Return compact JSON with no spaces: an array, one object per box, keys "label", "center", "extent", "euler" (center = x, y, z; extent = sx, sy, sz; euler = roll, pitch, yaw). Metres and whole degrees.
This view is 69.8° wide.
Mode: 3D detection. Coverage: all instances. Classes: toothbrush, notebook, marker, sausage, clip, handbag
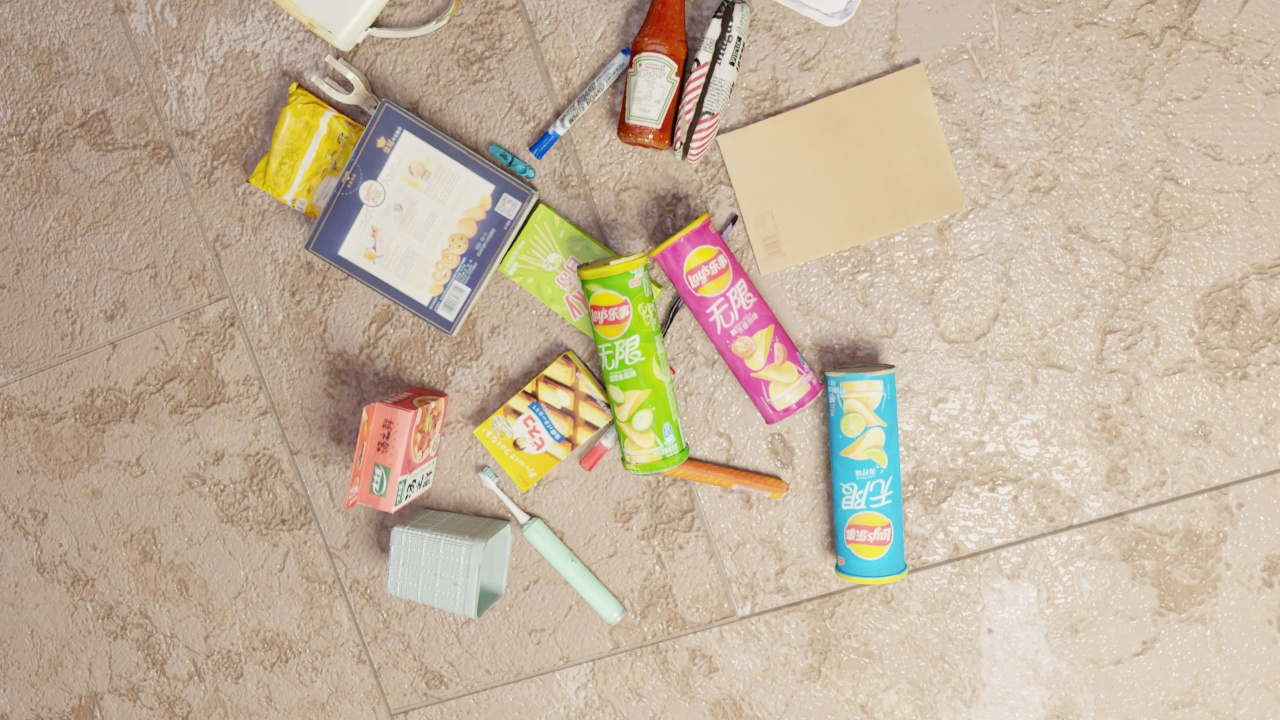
[{"label":"toothbrush","center":[-0.100,0.203,1.006],"extent":[0.224,0.027,0.027],"euler":[46,134,2]},{"label":"notebook","center":[0.197,-0.187,0.913],"extent":[0.212,0.012,0.149],"euler":[-18,95,12]},{"label":"toothbrush","center":[0.047,-0.072,0.954],"extent":[0.017,0.014,0.189],"euler":[39,102,28]},{"label":"marker","center":[-0.014,0.062,0.978],"extent":[0.017,0.017,0.145],"euler":[42,102,3]},{"label":"marker","center":[-0.060,-0.264,0.945],"extent":[0.146,0.017,0.017],"euler":[-44,88,12]},{"label":"sausage","center":[0.078,0.121,0.967],"extent":[0.165,0.021,0.021],"euler":[11,99,8]},{"label":"clip","center":[-0.300,-0.287,0.981],"extent":[0.102,0.094,0.035],"euler":[31,102,-34]},{"label":"handbag","center":[-0.280,-0.400,0.952],"extent":[0.178,0.063,0.163],"euler":[40,102,-12]},{"label":"clip","center":[-0.135,-0.209,0.964],"extent":[0.057,0.049,0.015],"euler":[37,102,10]}]

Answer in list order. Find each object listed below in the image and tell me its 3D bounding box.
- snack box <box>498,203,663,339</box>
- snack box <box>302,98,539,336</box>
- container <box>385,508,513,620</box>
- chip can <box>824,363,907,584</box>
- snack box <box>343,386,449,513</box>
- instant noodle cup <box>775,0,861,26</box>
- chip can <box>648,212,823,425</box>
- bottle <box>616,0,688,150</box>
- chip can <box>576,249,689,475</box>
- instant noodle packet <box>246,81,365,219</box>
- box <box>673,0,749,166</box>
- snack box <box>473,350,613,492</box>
[{"label":"snack box","center":[-0.063,-0.086,0.963],"extent":[0.156,0.026,0.086],"euler":[37,102,3]},{"label":"snack box","center":[-0.228,-0.147,0.960],"extent":[0.182,0.045,0.178],"euler":[32,102,-6]},{"label":"container","center":[-0.209,0.215,0.997],"extent":[0.111,0.090,0.090],"euler":[10,98,11]},{"label":"chip can","center":[0.225,0.111,0.915],"extent":[0.071,0.071,0.210],"euler":[-3,96,10]},{"label":"snack box","center":[-0.254,0.095,0.968],"extent":[0.044,0.127,0.113],"euler":[15,100,8]},{"label":"instant noodle cup","center":[0.149,-0.407,0.869],"extent":[0.173,0.060,0.138],"euler":[29,101,6]},{"label":"chip can","center":[0.095,-0.040,0.910],"extent":[0.071,0.071,0.210],"euler":[-34,95,12]},{"label":"bottle","center":[0.021,-0.314,0.903],"extent":[0.060,0.059,0.206],"euler":[11,98,8]},{"label":"chip can","center":[-0.005,0.005,0.919],"extent":[0.073,0.072,0.221],"euler":[-11,101,11]},{"label":"instant noodle packet","center":[-0.354,-0.215,0.989],"extent":[0.111,0.044,0.128],"euler":[33,104,3]},{"label":"box","center":[0.064,-0.272,0.899],"extent":[0.060,0.072,0.164],"euler":[19,97,-11]},{"label":"snack box","center":[-0.100,0.065,0.986],"extent":[0.140,0.033,0.087],"euler":[-40,89,14]}]
